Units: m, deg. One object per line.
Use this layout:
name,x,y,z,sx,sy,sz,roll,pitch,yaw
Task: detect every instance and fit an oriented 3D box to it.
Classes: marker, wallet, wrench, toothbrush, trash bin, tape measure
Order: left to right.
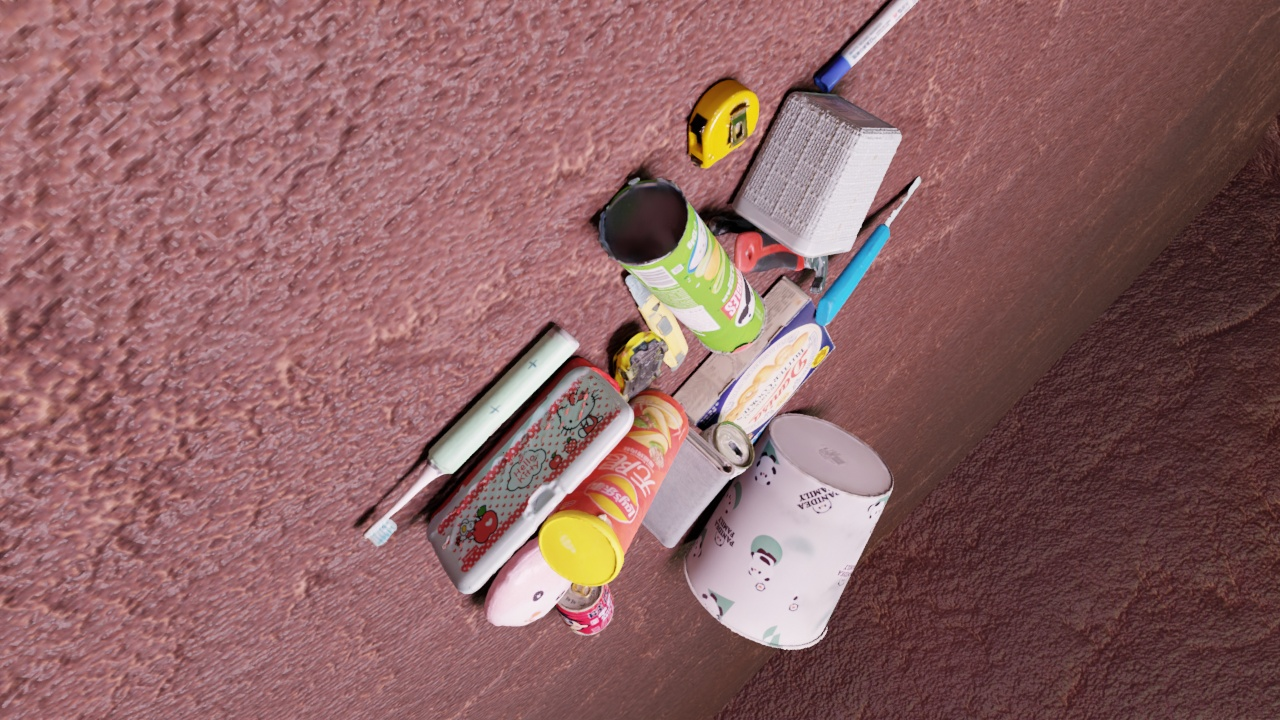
toothbrush,-0.134,0.058,0.714,0.224,0.027,0.026,-45,-169,-4
wallet,0.024,0.122,0.951,0.036,0.106,0.130,-34,162,-50
tape measure,0.064,-0.177,0.681,0.060,0.029,0.057,-38,152,-19
wrench,0.136,-0.095,0.854,0.273,0.016,0.056,-3,99,-64
trash bin,0.210,0.226,1.276,0.229,0.229,0.252,-12,132,-50
marker,0.199,-0.277,0.757,0.145,0.017,0.017,-46,154,-3

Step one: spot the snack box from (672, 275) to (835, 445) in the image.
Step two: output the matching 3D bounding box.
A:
snack box,0.133,0.013,1.037,0.178,0.046,0.182,-48,154,2

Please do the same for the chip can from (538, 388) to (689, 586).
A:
chip can,-0.018,0.105,0.814,0.073,0.073,0.216,-65,176,32

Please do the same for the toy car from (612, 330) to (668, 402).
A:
toy car,-0.005,0.005,0.833,0.048,0.032,0.105,-38,164,-18

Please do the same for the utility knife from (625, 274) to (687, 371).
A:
utility knife,0.016,-0.036,0.831,0.031,0.021,0.201,-50,150,-8

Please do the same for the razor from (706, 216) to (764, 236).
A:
razor,0.094,-0.117,0.817,0.142,0.022,0.043,-7,129,-56

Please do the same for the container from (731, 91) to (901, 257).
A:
container,0.151,-0.159,0.773,0.089,0.090,0.112,-15,137,-49

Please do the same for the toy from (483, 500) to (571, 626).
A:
toy,-0.100,0.213,0.964,0.159,0.054,0.121,-58,154,3

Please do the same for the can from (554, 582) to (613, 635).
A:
can,-0.068,0.282,1.088,0.066,0.066,0.094,-38,153,-17

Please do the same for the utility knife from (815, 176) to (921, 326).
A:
utility knife,0.258,-0.129,1.014,0.233,0.018,0.034,-50,150,-24

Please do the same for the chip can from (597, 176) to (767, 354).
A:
chip can,0.042,-0.069,0.752,0.072,0.072,0.236,-48,154,3

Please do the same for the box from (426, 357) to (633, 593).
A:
box,-0.083,0.100,0.769,0.201,0.100,0.110,-48,151,2

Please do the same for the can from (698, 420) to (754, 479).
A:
can,0.053,0.119,0.992,0.058,0.058,0.147,-14,163,-49

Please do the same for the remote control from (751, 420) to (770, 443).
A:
remote control,0.145,0.078,1.171,0.125,0.024,0.049,-55,153,18
